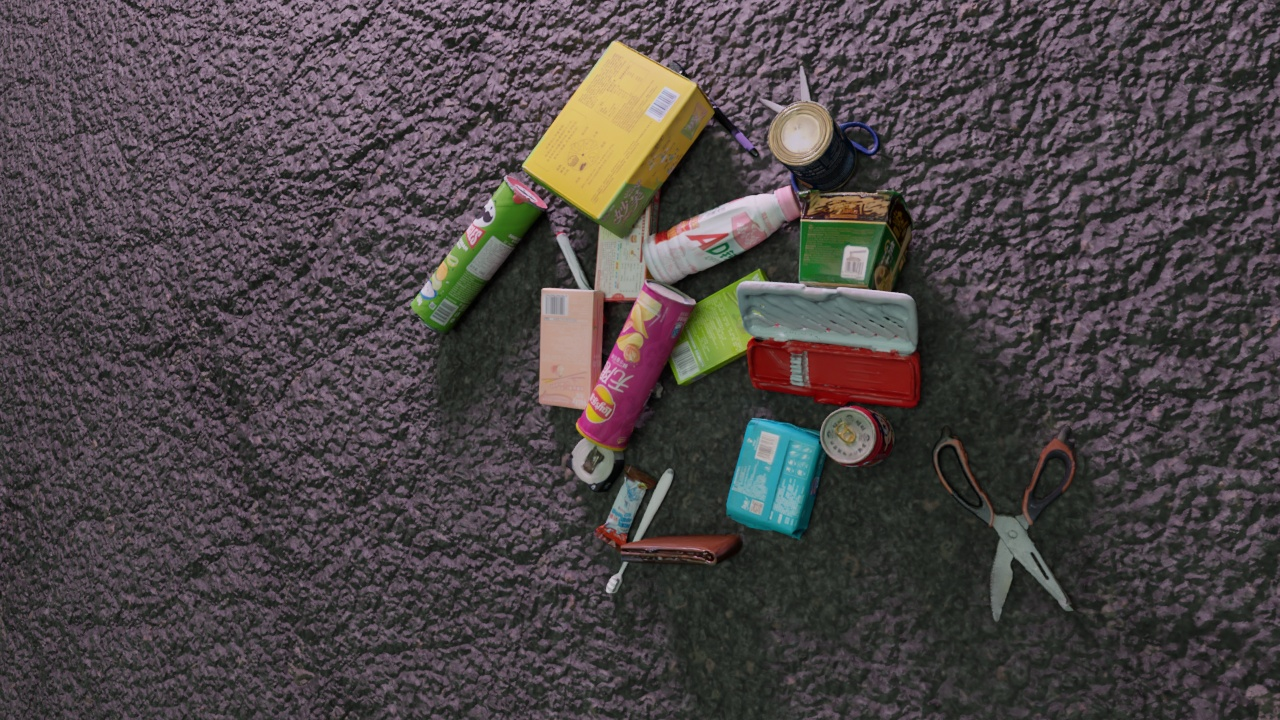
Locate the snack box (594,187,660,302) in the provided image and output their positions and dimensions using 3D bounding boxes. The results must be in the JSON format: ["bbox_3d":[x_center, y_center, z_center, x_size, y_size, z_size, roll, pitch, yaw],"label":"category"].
[{"bbox_3d":[-0.018,-0.155,1.210,0.077,0.027,0.155,2,85,27],"label":"snack box"}]

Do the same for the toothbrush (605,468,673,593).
[{"bbox_3d":[-0.001,0.217,1.166,0.016,0.016,0.180,29,97,24],"label":"toothbrush"}]

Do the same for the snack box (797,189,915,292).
[{"bbox_3d":[0.233,-0.117,1.018,0.118,0.117,0.105,5,73,31],"label":"snack box"}]

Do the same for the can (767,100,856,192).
[{"bbox_3d":[0.197,-0.243,1.050,0.075,0.111,0.075,-3,83,26],"label":"can"}]

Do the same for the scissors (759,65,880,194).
[{"bbox_3d":[0.212,-0.275,1.117,0.162,0.012,0.174,12,89,28],"label":"scissors"}]

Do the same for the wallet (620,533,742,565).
[{"bbox_3d":[0.050,0.227,1.093,0.125,0.101,0.032,-5,84,26],"label":"wallet"}]

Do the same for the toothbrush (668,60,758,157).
[{"bbox_3d":[0.092,-0.327,1.181,0.014,0.016,0.189,-44,69,16],"label":"toothbrush"}]

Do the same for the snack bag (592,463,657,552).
[{"bbox_3d":[-0.020,0.188,1.174,0.048,0.026,0.104,29,98,14],"label":"snack bag"}]

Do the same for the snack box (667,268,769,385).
[{"bbox_3d":[0.101,-0.040,1.138,0.157,0.026,0.085,-29,72,21],"label":"snack box"}]

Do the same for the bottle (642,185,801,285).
[{"bbox_3d":[0.101,-0.157,1.132,0.197,0.068,0.068,-22,75,19],"label":"bottle"}]

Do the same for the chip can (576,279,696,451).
[{"bbox_3d":[-0.007,0.007,1.139,0.071,0.071,0.211,34,109,25],"label":"chip can"}]

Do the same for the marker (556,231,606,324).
[{"bbox_3d":[-0.081,-0.112,1.242,0.017,0.017,0.145,-32,71,20],"label":"marker"}]

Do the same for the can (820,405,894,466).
[{"bbox_3d":[0.240,0.085,1.017,0.067,0.093,0.066,-3,83,26],"label":"can"}]

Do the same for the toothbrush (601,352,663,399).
[{"bbox_3d":[-0.041,-0.002,1.211,0.181,0.015,0.018,33,118,26],"label":"toothbrush"}]

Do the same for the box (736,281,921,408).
[{"bbox_3d":[0.211,-0.020,1.029,0.201,0.039,0.158,7,127,27],"label":"box"}]

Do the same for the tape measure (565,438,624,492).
[{"bbox_3d":[-0.056,0.130,1.195,0.066,0.033,0.066,37,101,23],"label":"tape measure"}]

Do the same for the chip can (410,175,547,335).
[{"bbox_3d":[-0.230,-0.146,1.290,0.072,0.072,0.236,46,105,23],"label":"chip can"}]

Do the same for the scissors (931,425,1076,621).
[{"bbox_3d":[0.390,0.163,0.978,0.189,0.015,0.225,23,94,27],"label":"scissors"}]

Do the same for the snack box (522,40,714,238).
[{"bbox_3d":[-0.030,-0.286,1.186,0.158,0.070,0.210,38,93,29],"label":"snack box"}]

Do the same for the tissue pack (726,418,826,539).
[{"bbox_3d":[0.160,0.138,1.076,0.093,0.050,0.133,16,92,25],"label":"tissue pack"}]

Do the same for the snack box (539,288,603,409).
[{"bbox_3d":[-0.092,-0.016,1.215,0.085,0.026,0.157,6,98,31],"label":"snack box"}]
